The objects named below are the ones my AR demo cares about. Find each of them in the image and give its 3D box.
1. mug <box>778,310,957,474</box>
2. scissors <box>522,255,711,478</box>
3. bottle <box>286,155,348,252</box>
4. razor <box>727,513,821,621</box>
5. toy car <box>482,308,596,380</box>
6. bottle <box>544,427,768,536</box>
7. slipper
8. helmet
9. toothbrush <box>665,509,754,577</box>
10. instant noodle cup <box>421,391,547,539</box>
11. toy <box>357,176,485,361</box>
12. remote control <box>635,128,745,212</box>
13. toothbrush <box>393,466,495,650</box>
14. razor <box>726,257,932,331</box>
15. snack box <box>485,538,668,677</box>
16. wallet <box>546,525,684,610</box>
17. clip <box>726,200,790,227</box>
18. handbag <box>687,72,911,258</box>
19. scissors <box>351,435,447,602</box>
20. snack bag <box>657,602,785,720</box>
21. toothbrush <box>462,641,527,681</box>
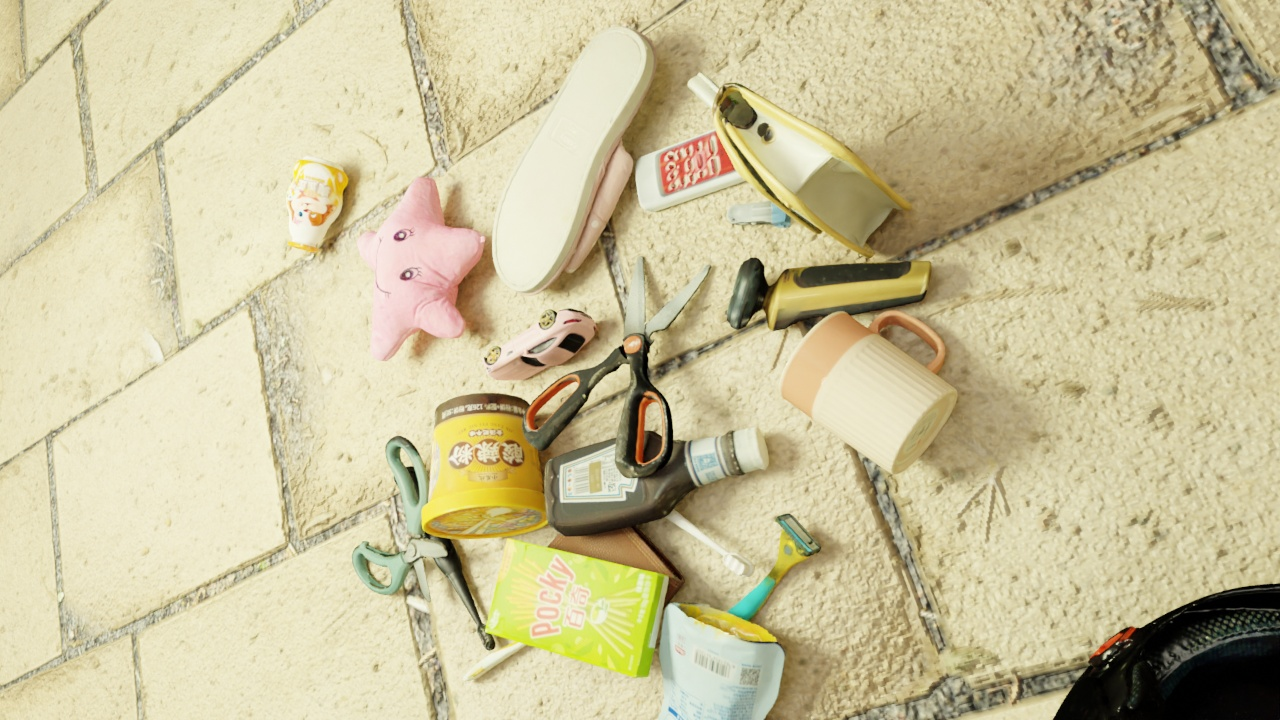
[{"bbox_3d":[0.183,0.015,0.700,0.114,0.082,0.106,-43,60,-15],"label":"mug"},{"bbox_3d":[-0.019,0.006,0.815,0.228,0.022,0.220,-26,54,13],"label":"scissors"},{"bbox_3d":[-0.389,-0.184,1.090,0.063,0.063,0.108,13,88,33],"label":"bottle"},{"bbox_3d":[0.095,0.187,0.747,0.043,0.028,0.133,46,109,36],"label":"razor"},{"bbox_3d":[-0.097,-0.010,0.885,0.123,0.056,0.037,-30,60,24],"label":"toy car"},{"bbox_3d":[0.012,0.097,0.788,0.195,0.044,0.079,-16,55,17],"label":"bottle"},{"bbox_3d":[-0.061,-0.189,0.894,0.114,0.054,0.274,32,102,32],"label":"slipper"},{"bbox_3d":[0.329,0.248,0.477,0.233,0.230,0.274,34,90,22],"label":"helmet"},{"bbox_3d":[0.028,0.135,0.790,0.180,0.016,0.016,30,98,42],"label":"toothbrush"},{"bbox_3d":[-0.146,0.099,0.865,0.119,0.118,0.114,-19,63,28],"label":"instant noodle cup"},{"bbox_3d":[-0.230,-0.106,0.971,0.179,0.074,0.194,-19,71,27],"label":"toy"},{"bbox_3d":[0.056,-0.179,0.840,0.136,0.020,0.055,-14,75,29],"label":"remote control"},{"bbox_3d":[-0.196,0.197,0.926,0.212,0.026,0.027,55,149,26],"label":"toothbrush"},{"bbox_3d":[0.149,-0.059,0.741,0.168,0.068,0.062,-4,40,25],"label":"razor"},{"bbox_3d":[-0.057,0.210,0.786,0.157,0.026,0.085,7,77,29],"label":"snack box"},{"bbox_3d":[-0.031,0.191,0.812,0.101,0.032,0.124,-49,58,3],"label":"wallet"},{"bbox_3d":[0.104,-0.128,0.804,0.058,0.036,0.025,0,83,28],"label":"clip"},{"bbox_3d":[0.110,-0.159,0.720,0.179,0.163,0.063,45,106,31],"label":"handbag"},{"bbox_3d":[-0.254,0.165,0.947,0.172,0.019,0.170,-14,82,43],"label":"scissors"},{"bbox_3d":[0.054,0.298,0.739,0.110,0.038,0.191,11,100,23],"label":"snack bag"},{"bbox_3d":[-0.103,0.255,0.864,0.192,0.016,0.018,-38,68,20],"label":"toothbrush"}]
